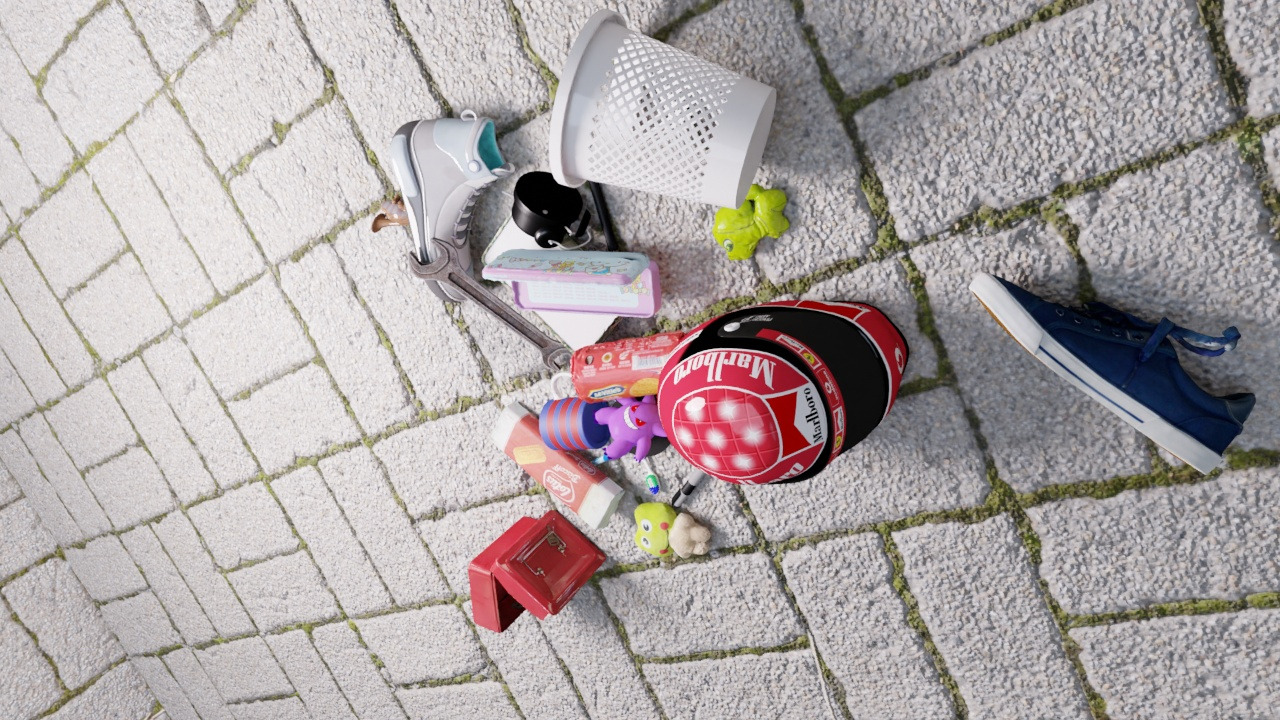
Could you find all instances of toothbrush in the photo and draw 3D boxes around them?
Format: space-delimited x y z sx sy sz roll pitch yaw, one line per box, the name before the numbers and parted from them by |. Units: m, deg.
toothbrush | -0.009 0.107 1.302 0.015 0.016 0.187 -13 106 31

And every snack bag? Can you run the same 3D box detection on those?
snack bag | -0.007 0.007 1.196 0.177 0.082 0.082 -7 110 16
snack bag | -0.127 0.157 1.370 0.225 0.041 0.078 38 123 18

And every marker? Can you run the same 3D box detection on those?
marker | 0.082 0.156 1.273 0.016 0.016 0.141 38 127 9
marker | -0.061 0.148 1.355 0.142 0.013 0.013 -29 97 37

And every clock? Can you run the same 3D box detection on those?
clock | 0.003 0.071 1.256 0.095 0.035 0.123 -8 105 21
clock | -0.115 -0.187 1.173 0.120 0.091 0.043 46 138 14

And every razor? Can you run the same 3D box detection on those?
razor | -0.057 -0.208 1.175 0.144 0.022 0.043 68 168 -19

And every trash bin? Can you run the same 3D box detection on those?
trash bin | 0.032 -0.259 1.005 0.200 0.195 0.196 19 122 10

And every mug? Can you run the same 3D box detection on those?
mug | -0.094 0.071 1.304 0.076 0.074 0.112 -5 94 32

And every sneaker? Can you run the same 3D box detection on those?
sneaker | -0.233 -0.204 1.246 0.161 0.092 0.257 -3 113 23
sneaker | 0.475 -0.020 0.914 0.294 0.120 0.127 35 104 8

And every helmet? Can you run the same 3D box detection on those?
helmet | 0.146 0.039 1.048 0.272 0.223 0.198 -6 110 34

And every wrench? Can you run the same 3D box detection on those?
wrench | -0.200 -0.073 1.269 0.273 0.010 0.070 38 115 -16

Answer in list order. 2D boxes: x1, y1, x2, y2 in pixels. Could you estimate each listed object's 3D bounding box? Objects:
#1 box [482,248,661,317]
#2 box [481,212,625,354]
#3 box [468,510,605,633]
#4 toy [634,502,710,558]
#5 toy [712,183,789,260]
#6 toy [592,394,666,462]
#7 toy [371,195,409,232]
box | -0.088 -0.092 1.148 0.214 0.092 0.089 5 113 26
box | -0.111 -0.109 1.237 0.205 0.049 0.118 43 123 4
box | -0.180 0.336 1.431 0.152 0.156 0.166 46 130 7
toy | 0.046 0.250 1.323 0.118 0.043 0.092 12 117 24
toy | 0.128 -0.162 1.078 0.094 0.036 0.094 3 116 21
toy | -0.007 0.086 1.212 0.088 0.056 0.106 -30 60 18
toy | -0.347 -0.214 1.331 0.102 0.041 0.055 3 137 21
